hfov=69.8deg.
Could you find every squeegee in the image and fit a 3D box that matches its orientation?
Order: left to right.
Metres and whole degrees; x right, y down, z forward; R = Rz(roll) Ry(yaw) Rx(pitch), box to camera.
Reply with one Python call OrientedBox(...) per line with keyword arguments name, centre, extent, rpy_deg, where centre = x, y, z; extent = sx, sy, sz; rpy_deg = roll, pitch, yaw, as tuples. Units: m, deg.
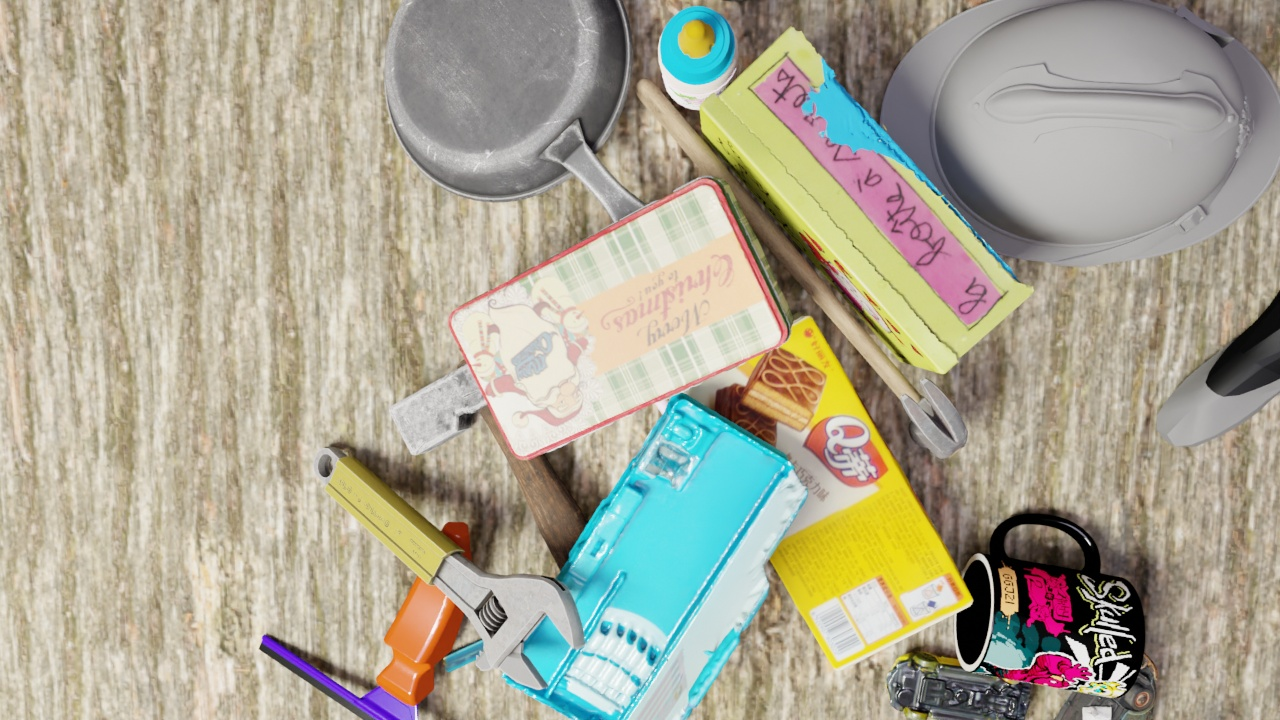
OrientedBox(name="squeegee", centre=(-0.161, 0.200, 0.685), extent=(0.250, 0.055, 0.185), rpy_deg=(26, 110, 15))

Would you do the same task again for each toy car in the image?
OrientedBox(name="toy car", centre=(0.233, 0.242, 0.674), extent=(0.107, 0.030, 0.049), rpy_deg=(9, 99, 2))
OrientedBox(name="toy car", centre=(0.337, 0.260, 0.659), extent=(0.047, 0.047, 0.112), rpy_deg=(30, 95, -18))

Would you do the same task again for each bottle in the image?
OrientedBox(name="bottle", centre=(0.037, -0.192, 0.580), extent=(0.051, 0.146, 0.051), rpy_deg=(1, 97, 5))

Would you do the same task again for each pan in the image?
OrientedBox(name="pan", centre=(-0.044, -0.140, 0.620), extent=(0.187, 0.055, 0.357), rpy_deg=(-42, 78, 12))

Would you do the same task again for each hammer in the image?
OrientedBox(name="hammer", centre=(-0.019, 0.110, 0.660), extent=(0.218, 0.037, 0.300), rpy_deg=(-29, 87, 7))
OrientedBox(name="hammer", centre=(0.108, -0.067, 0.624), extent=(0.031, 0.119, 0.331), rpy_deg=(-38, 84, 6))

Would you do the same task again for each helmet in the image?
OrientedBox(name="helmet", centre=(0.298, -0.151, 0.576), extent=(0.271, 0.117, 0.183), rpy_deg=(5, 97, 3))

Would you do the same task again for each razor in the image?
OrientedBox(name="razor", centre=(-0.089, 0.206, 0.705), extent=(0.144, 0.022, 0.042), rpy_deg=(-27, 85, 12))
OrientedBox(name="razor", centre=(0.418, 0.000, 0.618), extent=(0.156, 0.060, 0.057), rpy_deg=(-54, 47, 24))

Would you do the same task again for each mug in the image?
OrientedBox(name="mug", centre=(0.283, 0.166, 0.643), extent=(0.098, 0.082, 0.117), rpy_deg=(9, 70, 4))

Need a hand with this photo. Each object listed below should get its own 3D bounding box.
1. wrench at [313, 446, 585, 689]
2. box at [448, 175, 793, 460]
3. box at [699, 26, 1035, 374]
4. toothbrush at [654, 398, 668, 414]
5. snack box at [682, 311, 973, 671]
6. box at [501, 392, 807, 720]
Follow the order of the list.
OrientedBox(name="wrench", centre=(-0.145, 0.130, 0.637), extent=(0.273, 0.018, 0.084), rpy_deg=(32, 103, 31))
OrientedBox(name="box", centre=(-0.015, -0.025, 0.589), extent=(0.206, 0.049, 0.117), rpy_deg=(-24, 98, 18))
OrientedBox(name="box", centre=(0.136, -0.099, 0.597), extent=(0.081, 0.124, 0.221), rpy_deg=(-44, 93, 6))
OrientedBox(name="toothbrush", centre=(-0.004, 0.004, 0.630), extent=(0.022, 0.015, 0.154), rpy_deg=(-36, 86, 43))
OrientedBox(name="snack box", centre=(0.127, 0.089, 0.649), extent=(0.110, 0.061, 0.230), rpy_deg=(-30, 93, 8))
OrientedBox(name="box", centre=(0.007, 0.147, 0.568), extent=(0.098, 0.121, 0.227), rpy_deg=(31, 98, -7))
